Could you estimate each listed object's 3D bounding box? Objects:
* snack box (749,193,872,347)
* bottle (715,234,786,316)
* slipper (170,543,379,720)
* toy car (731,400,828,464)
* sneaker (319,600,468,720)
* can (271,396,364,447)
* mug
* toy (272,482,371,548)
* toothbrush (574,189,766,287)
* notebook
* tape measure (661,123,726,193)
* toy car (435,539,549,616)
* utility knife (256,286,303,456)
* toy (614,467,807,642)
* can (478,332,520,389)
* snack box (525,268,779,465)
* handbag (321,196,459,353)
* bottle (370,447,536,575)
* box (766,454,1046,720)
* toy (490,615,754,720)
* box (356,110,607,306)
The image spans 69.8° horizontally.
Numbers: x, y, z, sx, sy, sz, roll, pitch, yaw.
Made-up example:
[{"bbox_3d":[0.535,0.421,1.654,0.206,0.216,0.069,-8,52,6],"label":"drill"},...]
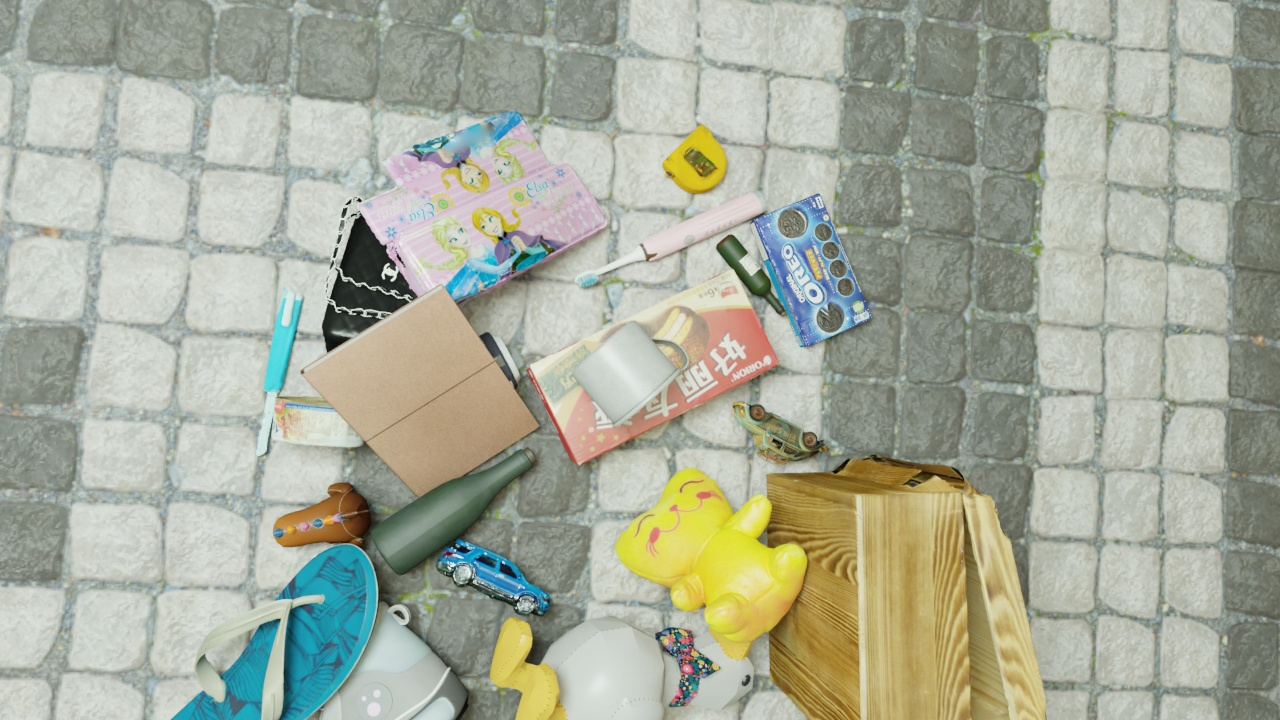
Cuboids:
[{"bbox_3d":[0.184,-0.097,0.997,0.082,0.027,0.150,-24,91,-9],"label":"snack box"},{"bbox_3d":[0.122,-0.089,0.988,0.025,0.025,0.106,-40,94,-9],"label":"bottle"},{"bbox_3d":[-0.353,0.293,0.839,0.295,0.060,0.118,-45,66,1],"label":"slipper"},{"bbox_3d":[0.142,0.083,0.970,0.112,0.047,0.047,28,78,-7],"label":"toy car"},{"bbox_3d":[-0.302,0.352,0.870,0.256,0.093,0.160,-38,85,-8],"label":"sneaker"},{"bbox_3d":[-0.306,0.058,0.878,0.086,0.086,0.043,6,88,-9],"label":"can"},{"bbox_3d":[-0.005,0.005,0.877,0.070,0.085,0.112,49,52,-1],"label":"mug"},{"bbox_3d":[-0.302,0.153,0.868,0.090,0.103,0.070,-12,83,-16],"label":"toy"},{"bbox_3d":[0.032,-0.127,0.974,0.222,0.026,0.027,-25,130,-10],"label":"toothbrush"},{"bbox_3d":[-0.197,0.038,0.860,0.141,0.008,0.209,-32,136,-5],"label":"notebook"},{"bbox_3d":[0.061,-0.209,0.982,0.059,0.030,0.068,45,82,-3],"label":"tape measure"},{"bbox_3d":[-0.144,0.217,0.913,0.120,0.056,0.043,28,69,-3],"label":"toy car"},{"bbox_3d":[-0.362,0.011,0.906,0.022,0.015,0.168,12,84,-8],"label":"utility knife"},{"bbox_3d":[0.074,0.189,0.898,0.134,0.194,0.087,-46,130,-14],"label":"toy"},{"bbox_3d":[-0.187,0.025,0.910,0.127,0.064,0.064,-28,92,-10],"label":"can"},{"bbox_3d":[0.012,0.007,0.947,0.236,0.060,0.113,-26,92,-9],"label":"snack box"},{"bbox_3d":[-0.224,-0.074,0.865,0.125,0.115,0.153,12,60,-8],"label":"handbag"},{"bbox_3d":[-0.179,0.141,0.912,0.174,0.055,0.055,-34,93,-11],"label":"bottle"},{"bbox_3d":[0.233,0.215,0.865,0.176,0.279,0.247,-2,87,-6],"label":"box"},{"bbox_3d":[-0.012,0.325,0.895,0.267,0.141,0.247,19,102,-32],"label":"toy"},{"bbox_3d":[-0.153,-0.154,0.890,0.229,0.035,0.159,-35,92,-40],"label":"box"}]
